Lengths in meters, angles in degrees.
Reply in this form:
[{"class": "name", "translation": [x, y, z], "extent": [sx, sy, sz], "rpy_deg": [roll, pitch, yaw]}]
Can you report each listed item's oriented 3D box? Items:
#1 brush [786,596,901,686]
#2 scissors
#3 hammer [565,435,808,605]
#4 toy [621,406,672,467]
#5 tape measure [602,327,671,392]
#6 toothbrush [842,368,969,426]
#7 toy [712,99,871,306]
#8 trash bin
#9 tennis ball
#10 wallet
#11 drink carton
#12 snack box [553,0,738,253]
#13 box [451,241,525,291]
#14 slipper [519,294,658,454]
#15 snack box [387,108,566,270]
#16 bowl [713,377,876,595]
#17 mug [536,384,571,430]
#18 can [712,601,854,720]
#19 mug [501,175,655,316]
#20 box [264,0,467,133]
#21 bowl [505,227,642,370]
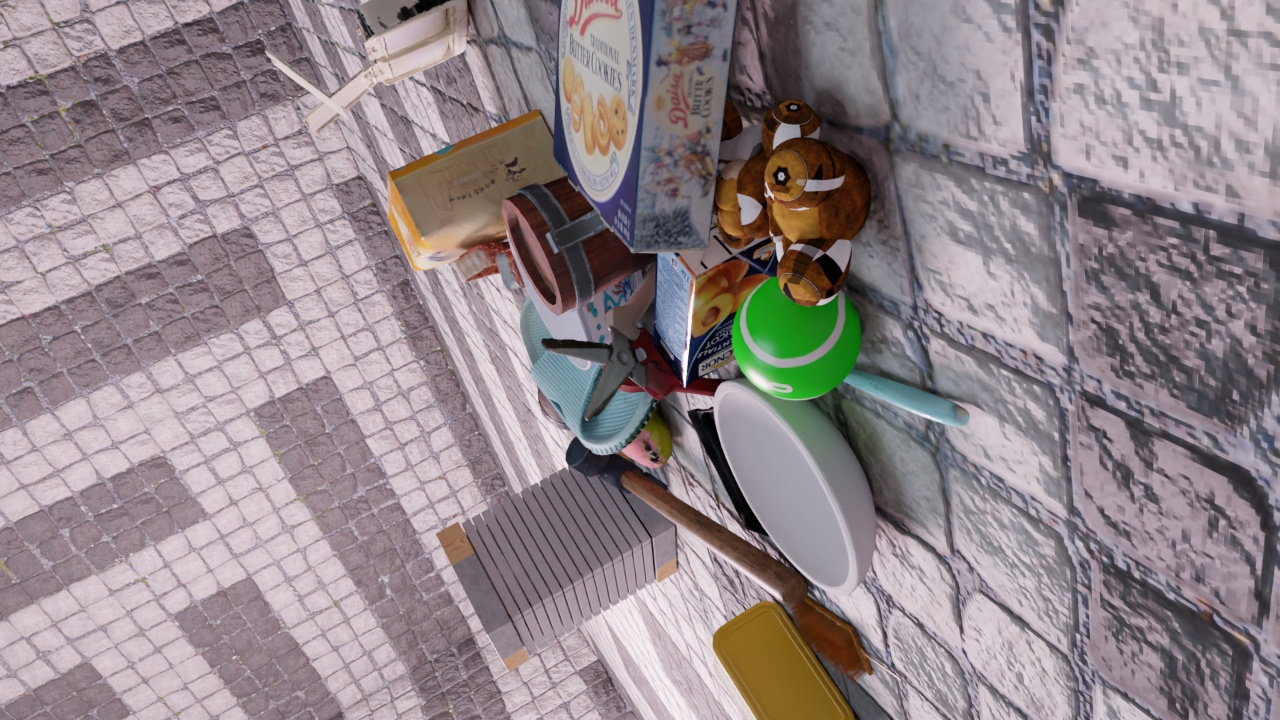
[{"class": "brush", "translation": [0.156, 0.222, 0.713], "extent": [0.048, 0.017, 0.126], "rpy_deg": [66, 165, -13]}, {"class": "scissors", "translation": [0.006, -0.013, 0.617], "extent": [0.198, 0.015, 0.179], "rpy_deg": [29, -138, -38]}, {"class": "hammer", "translation": [0.048, 0.152, 0.869], "extent": [0.129, 0.040, 0.322], "rpy_deg": [33, 175, -32]}, {"class": "toy", "translation": [-0.004, 0.064, 0.904], "extent": [0.110, 0.051, 0.090], "rpy_deg": [35, 152, 63]}, {"class": "tape measure", "translation": [-0.005, 0.005, 0.805], "extent": [0.059, 0.051, 0.019], "rpy_deg": [58, 165, 18]}, {"class": "toothbrush", "translation": [0.112, 0.006, 0.492], "extent": [0.181, 0.016, 0.016], "rpy_deg": [-149, 43, -64]}, {"class": "toy", "translation": [0.059, -0.080, 0.428], "extent": [0.113, 0.067, 0.087], "rpy_deg": [26, 139, 45]}, {"class": "trash bin", "translation": [-0.097, 0.239, 1.138], "extent": [0.142, 0.246, 0.143], "rpy_deg": [54, 163, 31]}, {"class": "tennis ball", "translation": [0.080, -0.012, 0.470], "extent": [0.065, 0.065, 0.065], "rpy_deg": [55, 164, 25]}, {"class": "wallet", "translation": [0.081, 0.083, 0.703], "extent": [0.115, 0.026, 0.089], "rpy_deg": [63, 165, -3]}, {"class": "drink carton", "translation": [0.043, -0.039, 0.547], "extent": [0.040, 0.064, 0.130], "rpy_deg": [56, 165, 24]}, {"class": "snack box", "translation": [-0.004, -0.144, 0.441], "extent": [0.144, 0.042, 0.145], "rpy_deg": [-124, 33, -55]}, {"class": "box", "translation": [-0.124, -0.092, 0.896], "extent": [0.067, 0.057, 0.187], "rpy_deg": [41, -167, 1]}, {"class": "slipper", "translation": [-0.072, -0.007, 0.905], "extent": [0.116, 0.069, 0.276], "rpy_deg": [-61, 38, 18]}, {"class": "snack box", "translation": [-0.159, -0.148, 0.870], "extent": [0.080, 0.145, 0.195], "rpy_deg": [64, 165, -4]}, {"class": "bowl", "translation": [0.104, 0.071, 0.576], "extent": [0.149, 0.043, 0.150], "rpy_deg": [55, 164, 25]}, {"class": "mug", "translation": [-0.064, 0.040, 1.041], "extent": [0.116, 0.079, 0.107], "rpy_deg": [33, 161, 7]}, {"class": "can", "translation": [0.126, 0.306, 0.852], "extent": [0.135, 0.075, 0.104], "rpy_deg": [55, 166, 25]}, {"class": "mug", "translation": [-0.015, -0.088, 0.562], "extent": [0.081, 0.111, 0.117], "rpy_deg": [64, 165, -5]}, {"class": "box", "translation": [-0.235, -0.270, 0.841], "extent": [0.080, 0.180, 0.143], "rpy_deg": [63, 172, -4]}, {"class": "bowl", "translation": [-0.046, -0.073, 0.763], "extent": [0.144, 0.074, 0.144], "rpy_deg": [55, 164, 25]}]
